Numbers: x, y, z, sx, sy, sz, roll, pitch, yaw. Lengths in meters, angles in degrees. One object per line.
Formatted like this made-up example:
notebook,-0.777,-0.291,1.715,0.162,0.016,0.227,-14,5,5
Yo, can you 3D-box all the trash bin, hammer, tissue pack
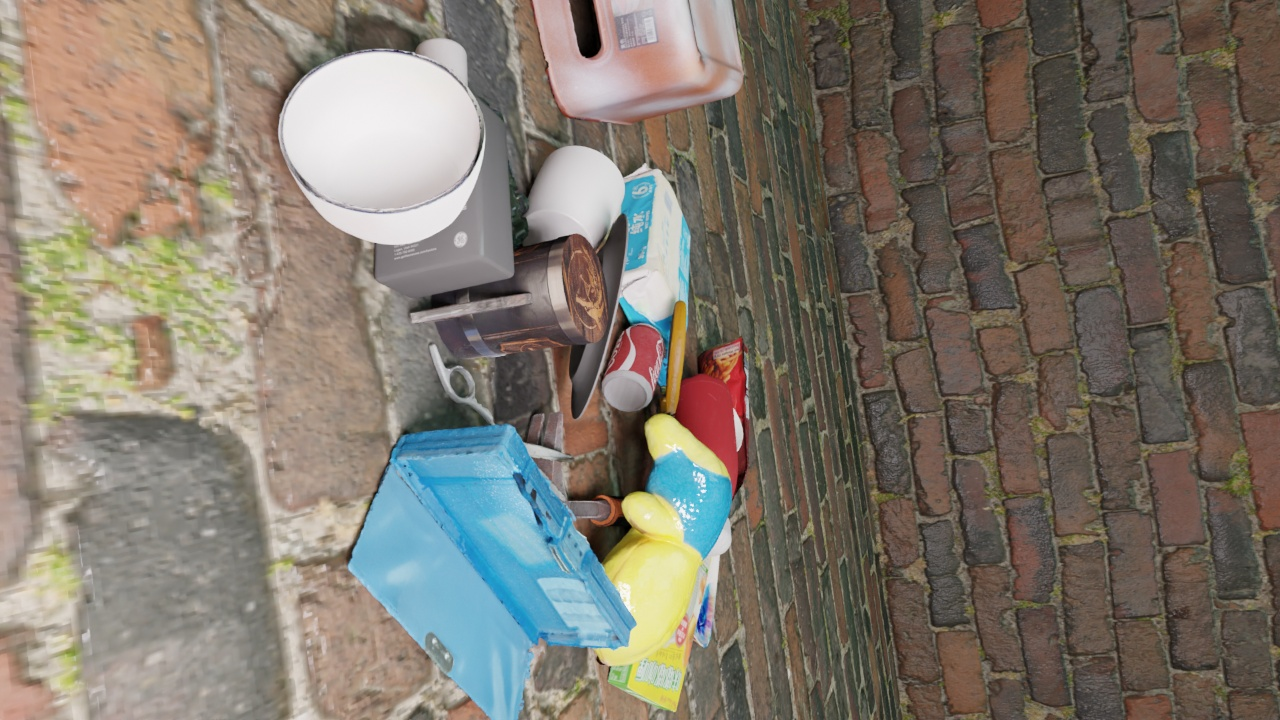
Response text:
trash bin,0.008,-0.368,1.005,0.259,0.158,0.181,-31,111,-69
hammer,-0.030,0.131,0.880,0.314,0.035,0.137,24,60,-67
tissue pack,0.014,-0.124,1.054,0.117,0.066,0.208,58,29,-46

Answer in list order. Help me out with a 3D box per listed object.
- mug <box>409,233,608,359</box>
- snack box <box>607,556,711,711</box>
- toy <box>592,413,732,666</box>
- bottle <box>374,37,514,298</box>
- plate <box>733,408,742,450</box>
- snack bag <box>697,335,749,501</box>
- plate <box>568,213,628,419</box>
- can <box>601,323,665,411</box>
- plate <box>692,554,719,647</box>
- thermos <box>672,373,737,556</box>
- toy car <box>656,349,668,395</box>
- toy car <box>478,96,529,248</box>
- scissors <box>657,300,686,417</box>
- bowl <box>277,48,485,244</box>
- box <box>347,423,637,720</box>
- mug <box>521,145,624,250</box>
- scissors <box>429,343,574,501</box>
mug,-0.095,-0.043,0.665,0.115,0.107,0.080,-18,99,-69
snack box,0.024,0.258,0.934,0.132,0.027,0.167,52,48,-53
toy,0.017,0.171,0.809,0.213,0.084,0.149,-64,149,-16
bottle,-0.136,-0.137,0.630,0.046,0.084,0.173,29,54,-65
plate,0.074,0.083,1.131,0.104,0.026,0.104,14,52,-19
snack bag,0.120,0.084,1.217,0.139,0.066,0.207,123,-32,-63
plate,-0.041,-0.038,0.779,0.178,0.012,0.178,-168,-89,-79
can,-0.006,0.006,0.964,0.096,0.054,0.054,-72,147,-51
plate,0.060,0.229,1.092,0.187,0.016,0.186,65,27,-45
thermos,0.071,0.114,1.006,0.239,0.073,0.073,-89,160,-51
toy car,0.029,0.004,1.092,0.105,0.032,0.048,55,32,-53
toy car,-0.124,-0.144,0.719,0.056,0.044,0.120,-55,134,-62
scissors,0.031,0.044,0.972,0.225,0.016,0.229,-94,-170,-79
bowl,-0.151,-0.121,0.553,0.066,0.116,0.116,109,-17,-66
box,-0.091,0.160,0.623,0.111,0.094,0.232,-74,149,-44
mug,-0.067,-0.124,0.840,0.114,0.081,0.087,105,2,-49
scissors,-0.104,0.050,0.695,0.141,0.014,0.147,-14,92,-54
